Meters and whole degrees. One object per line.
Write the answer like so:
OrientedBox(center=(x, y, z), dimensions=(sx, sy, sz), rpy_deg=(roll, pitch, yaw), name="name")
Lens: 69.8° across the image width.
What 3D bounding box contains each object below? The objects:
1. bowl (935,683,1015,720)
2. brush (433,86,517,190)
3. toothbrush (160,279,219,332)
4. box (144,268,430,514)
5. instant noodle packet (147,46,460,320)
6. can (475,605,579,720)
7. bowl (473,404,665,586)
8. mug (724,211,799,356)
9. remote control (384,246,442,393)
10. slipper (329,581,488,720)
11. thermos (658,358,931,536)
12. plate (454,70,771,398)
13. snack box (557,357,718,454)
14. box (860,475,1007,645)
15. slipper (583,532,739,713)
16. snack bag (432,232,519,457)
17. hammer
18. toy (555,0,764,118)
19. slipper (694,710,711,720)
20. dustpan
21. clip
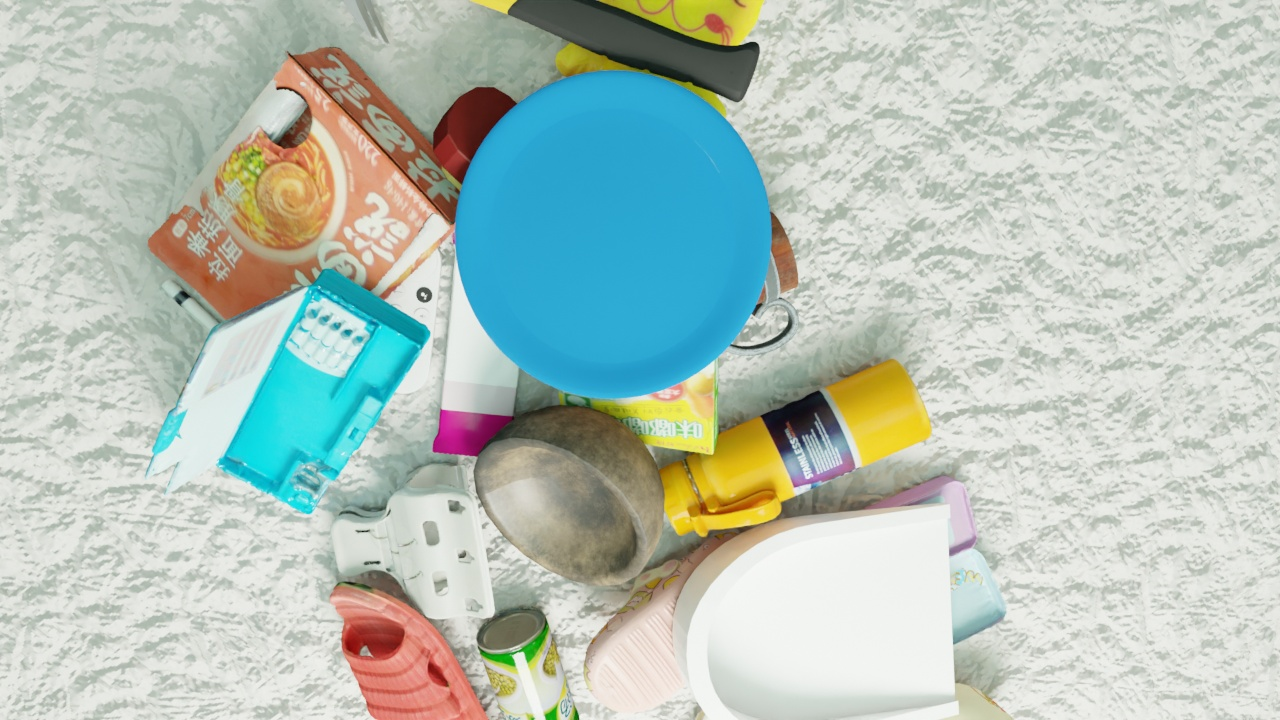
OrientedBox(center=(0.294, 0.353, 0.892), dimensions=(0.118, 0.118, 0.074), rpy_deg=(-38, 65, 7), name="bowl")
OrientedBox(center=(-0.084, -0.128, 0.707), dimensions=(0.173, 0.082, 0.042), rpy_deg=(43, 137, -16), name="brush")
OrientedBox(center=(-0.321, 0.005, 0.759), dimensions=(0.017, 0.012, 0.187), rpy_deg=(-39, 107, 11), name="toothbrush")
OrientedBox(center=(-0.280, 0.030, 0.698), dimensions=(0.168, 0.086, 0.228), rpy_deg=(7, 137, -41), name="box")
OrientedBox(center=(-0.260, -0.103, 0.709), dimensions=(0.221, 0.083, 0.164), rpy_deg=(-39, 101, 20), name="instant noodle packet")
OrientedBox(center=(-0.102, 0.295, 0.843), dimensions=(0.067, 0.067, 0.121), rpy_deg=(-15, 108, -1), name="can")
OrientedBox(center=(-0.051, 0.104, 0.756), dimensions=(0.162, 0.070, 0.162), rpy_deg=(17, 132, 20), name="bowl")
OrientedBox(center=(0.068, -0.054, 0.744), dimensions=(0.111, 0.081, 0.117), rpy_deg=(-20, 108, -3), name="mug")
OrientedBox(center=(-0.191, -0.038, 0.757), dimensions=(0.043, 0.013, 0.137), rpy_deg=(8, 107, -8), name="remote control")
OrientedBox(center=(-0.202, 0.301, 0.820), dimensions=(0.104, 0.058, 0.249), rpy_deg=(-11, 116, 37), name="slipper")
OrientedBox(center=(0.127, 0.079, 0.784), dimensions=(0.233, 0.091, 0.076), rpy_deg=(-23, 95, 2), name="thermos")
OrientedBox(center=(-0.021, -0.086, 0.643), dimensions=(0.224, 0.024, 0.224), rpy_deg=(1, 96, 12), name="plate")
OrientedBox(center=(-0.004, 0.004, 0.724), dimensions=(0.132, 0.027, 0.168), rpy_deg=(7, 136, 12), name="snack box")
OrientedBox(center=(0.220, 0.209, 0.840), dimensions=(0.214, 0.041, 0.151), rpy_deg=(-21, 91, -9), name="box")
OrientedBox(center=(0.026, 0.231, 0.835), dimensions=(0.197, 0.082, 0.093), rpy_deg=(-37, 111, -19), name="slipper")
OrientedBox(center=(-0.131, -0.010, 0.770), dimensions=(0.070, 0.016, 0.197), rpy_deg=(6, 107, -10), name="snack bag")
OrientedBox(center=(-0.074, -0.249, 0.639), dimensions=(0.324, 0.029, 0.127), rpy_deg=(23, 104, 8), name="hammer")
OrientedBox(center=(0.014, -0.219, 0.681), dimensions=(0.134, 0.087, 0.194), rpy_deg=(25, 102, 11), name="toy")
OrientedBox(center=(0.172, 0.308, 0.884), dimensions=(0.273, 0.054, 0.114), rpy_deg=(-38, 112, 4), name="slipper")
OrientedBox(center=(0.159, 0.232, 0.785), dimensions=(0.257, 0.053, 0.191), rpy_deg=(-4, 92, -10), name="dustpan")
OrientedBox(center=(-0.189, 0.154, 0.804), dimensions=(0.152, 0.105, 0.126), rpy_deg=(4, 109, 27), name="clip")
